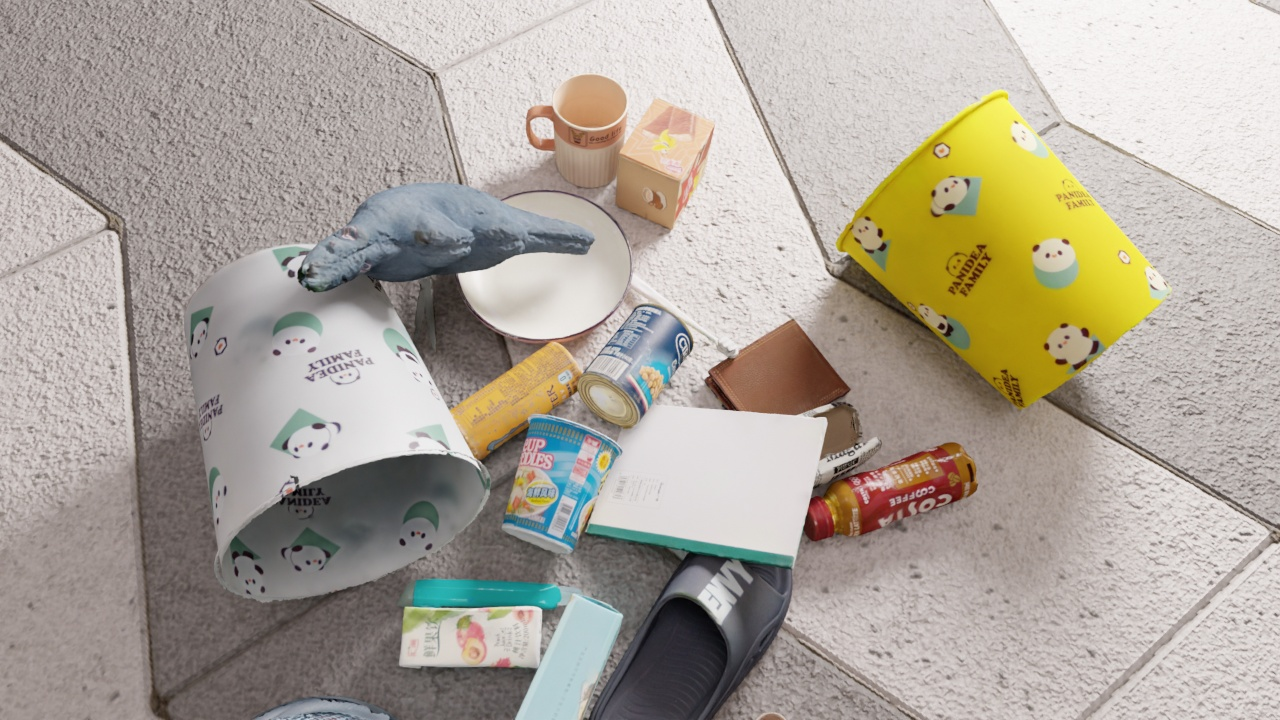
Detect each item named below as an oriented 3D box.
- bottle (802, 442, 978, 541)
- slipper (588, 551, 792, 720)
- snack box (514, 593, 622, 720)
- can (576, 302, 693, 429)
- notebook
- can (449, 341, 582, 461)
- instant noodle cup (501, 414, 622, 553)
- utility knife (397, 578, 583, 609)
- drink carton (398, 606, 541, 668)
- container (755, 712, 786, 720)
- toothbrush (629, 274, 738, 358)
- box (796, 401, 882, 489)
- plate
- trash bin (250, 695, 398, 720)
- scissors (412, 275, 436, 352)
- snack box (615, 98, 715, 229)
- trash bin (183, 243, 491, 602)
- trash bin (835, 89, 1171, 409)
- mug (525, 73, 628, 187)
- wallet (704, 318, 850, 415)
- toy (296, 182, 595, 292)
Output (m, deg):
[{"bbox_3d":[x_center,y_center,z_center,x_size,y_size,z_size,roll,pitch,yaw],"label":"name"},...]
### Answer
[{"bbox_3d":[0.241,0.132,0.901,0.174,0.058,0.057,-17,66,-12],"label":"bottle"},{"bbox_3d":[0.053,0.253,0.816,0.111,0.083,0.267,34,68,10],"label":"slipper"},{"bbox_3d":[-0.071,0.294,0.790,0.051,0.074,0.174,22,64,8],"label":"snack box"},{"bbox_3d":[-0.006,0.005,0.929,0.075,0.075,0.110,31,57,11],"label":"can"},{"bbox_3d":[0.061,0.112,0.872,0.209,0.012,0.150,4,59,28],"label":"notebook"},{"bbox_3d":[-0.128,0.042,0.920,0.145,0.058,0.058,-36,71,-19],"label":"can"},{"bbox_3d":[-0.079,0.120,0.870,0.099,0.099,0.109,18,71,5],"label":"instant noodle cup"},{"bbox_3d":[-0.138,0.220,0.856,0.174,0.013,0.029,2,67,-2],"label":"utility knife"},{"bbox_3d":[-0.150,0.248,0.823,0.122,0.045,0.053,1,75,-2],"label":"drink carton"},{"bbox_3d":[0.095,0.354,0.751,0.090,0.111,0.090,-34,71,-19],"label":"container"},{"bbox_3d":[0.034,-0.056,0.987,0.180,0.016,0.016,37,68,26],"label":"toothbrush"},{"bbox_3d":[0.160,0.105,0.896,0.163,0.076,0.086,-20,30,-14],"label":"box"},{"bbox_3d":[-0.104,-0.098,1.002,0.192,0.039,0.192,1,64,-3],"label":"plate"},{"bbox_3d":[-0.269,0.356,0.679,0.226,0.195,0.226,2,63,-3],"label":"trash bin"},{"bbox_3d":[-0.234,-0.092,0.993,0.163,0.014,0.165,35,95,34],"label":"scissors"},{"bbox_3d":[0.027,-0.223,1.043,0.077,0.093,0.094,25,64,8],"label":"snack box"},{"bbox_3d":[-0.287,0.047,0.824,0.229,0.230,0.251,-22,62,-14],"label":"trash bin"},{"bbox_3d":[0.374,-0.104,0.944,0.229,0.230,0.255,-36,77,-19],"label":"trash bin"},{"bbox_3d":[-0.073,-0.260,1.048,0.114,0.106,0.081,0,63,-4],"label":"mug"},{"bbox_3d":[0.145,0.025,0.965,0.124,0.032,0.101,-31,72,-17],"label":"wallet"},{"bbox_3d":[-0.193,-0.116,0.869,0.138,0.091,0.355,26,25,27],"label":"toy"}]
